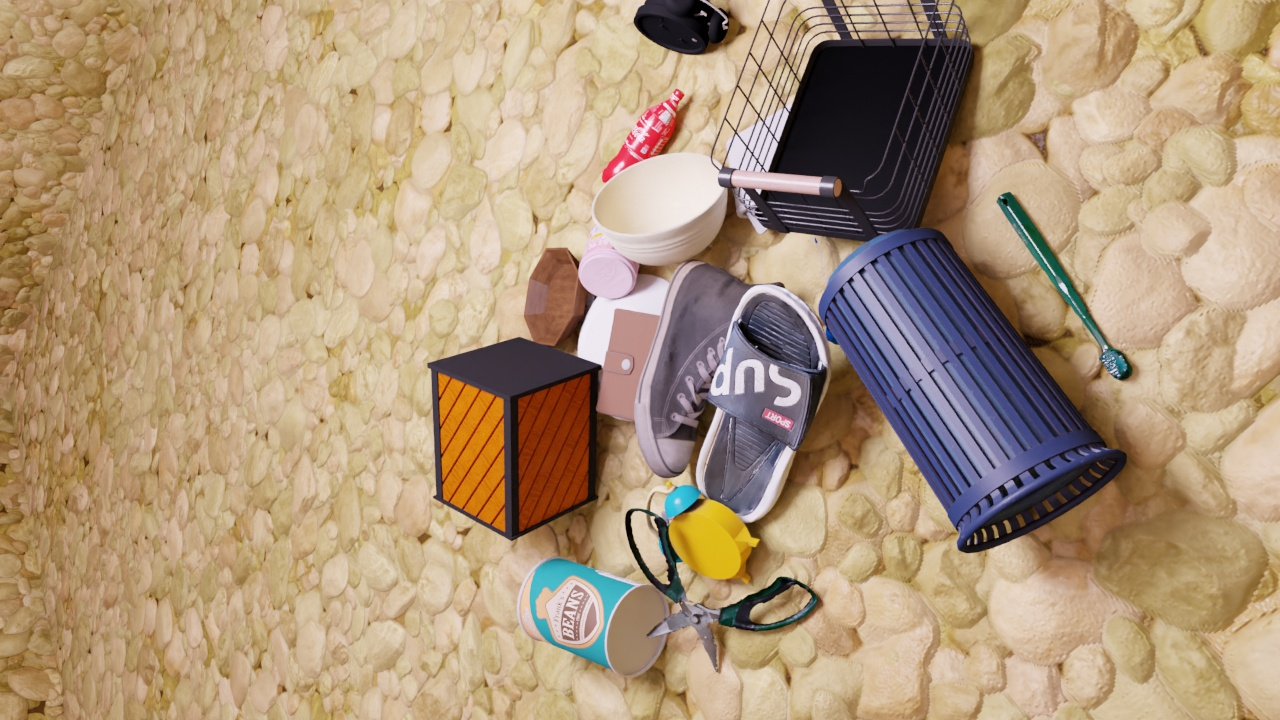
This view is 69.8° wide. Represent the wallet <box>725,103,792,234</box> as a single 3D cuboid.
[{"bbox_3d":[0.145,-0.196,0.954,0.119,0.037,0.115,-21,70,42],"label":"wallet"}]

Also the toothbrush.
[{"bbox_3d":[0.349,-0.065,0.763,0.016,0.017,0.189,-40,60,32],"label":"toothbrush"}]

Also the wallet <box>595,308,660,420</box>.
[{"bbox_3d":[-0.006,0.006,1.022,0.087,0.013,0.121,12,92,37],"label":"wallet"}]

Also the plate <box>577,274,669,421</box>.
[{"bbox_3d":[-0.018,-0.017,1.067,0.174,0.036,0.174,-5,82,36],"label":"plate"}]

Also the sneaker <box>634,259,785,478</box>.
[{"bbox_3d":[0.075,0.018,0.958,0.120,0.095,0.234,16,88,42],"label":"sneaker"}]

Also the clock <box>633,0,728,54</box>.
[{"bbox_3d":[0.048,-0.387,1.032,0.121,0.091,0.042,18,86,56],"label":"clock"}]

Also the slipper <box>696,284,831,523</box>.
[{"bbox_3d":[0.107,0.056,0.876,0.111,0.062,0.264,29,129,21],"label":"slipper"}]

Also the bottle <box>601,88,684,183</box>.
[{"bbox_3d":[0.006,-0.259,1.085,0.142,0.041,0.042,-51,54,25],"label":"bottle"}]

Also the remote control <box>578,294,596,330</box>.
[{"bbox_3d":[-0.057,-0.015,1.129,0.033,0.013,0.136,-22,70,38],"label":"remote control"}]

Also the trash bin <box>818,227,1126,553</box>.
[{"bbox_3d":[0.257,0.015,0.757,0.140,0.139,0.249,-45,56,29],"label":"trash bin"}]

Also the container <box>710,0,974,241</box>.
[{"bbox_3d":[0.179,-0.231,0.817,0.163,0.130,0.241,14,78,35],"label":"container"}]

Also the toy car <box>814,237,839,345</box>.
[{"bbox_3d":[0.183,-0.068,0.900,0.062,0.033,0.092,24,101,35],"label":"toy car"}]

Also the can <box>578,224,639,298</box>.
[{"bbox_3d":[-0.033,-0.119,1.066,0.067,0.067,0.076,-35,28,34],"label":"can"}]

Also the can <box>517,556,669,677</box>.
[{"bbox_3d":[-0.054,0.284,1.029,0.144,0.099,0.099,5,88,43],"label":"can"}]

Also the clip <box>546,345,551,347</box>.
[{"bbox_3d":[-0.148,0.048,1.199,0.120,0.030,0.130,-35,62,39],"label":"clip"}]

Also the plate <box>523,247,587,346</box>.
[{"bbox_3d":[-0.104,-0.080,1.160,0.132,0.025,0.131,-16,70,52],"label":"plate"}]

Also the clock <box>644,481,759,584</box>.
[{"bbox_3d":[0.060,0.179,0.953,0.130,0.043,0.099,25,131,23],"label":"clock"}]

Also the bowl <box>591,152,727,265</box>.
[{"bbox_3d":[0.028,-0.155,1.008,0.151,0.075,0.150,-12,42,10],"label":"bowl"}]

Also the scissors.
[{"bbox_3d":[0.063,0.224,0.933,0.202,0.015,0.206,-30,96,28],"label":"scissors"}]

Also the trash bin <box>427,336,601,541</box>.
[{"bbox_3d":[-0.146,0.085,1.072,0.140,0.139,0.172,18,115,37],"label":"trash bin"}]
